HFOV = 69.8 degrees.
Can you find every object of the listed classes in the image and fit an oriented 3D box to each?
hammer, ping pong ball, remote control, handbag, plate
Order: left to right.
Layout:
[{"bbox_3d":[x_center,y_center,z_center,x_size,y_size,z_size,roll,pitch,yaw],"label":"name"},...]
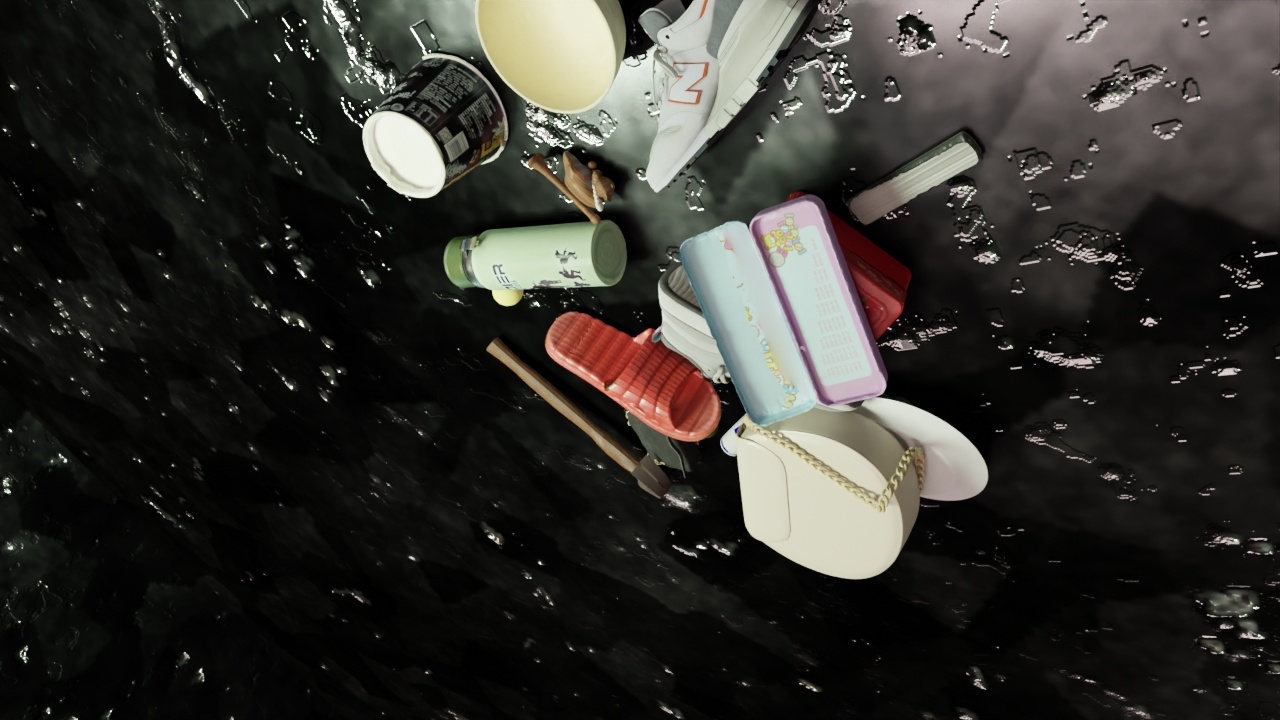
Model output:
[{"bbox_3d":[-0.172,-0.091,1.188,0.040,0.040,0.040,18,137,17],"label":"ping pong ball"},{"bbox_3d":[-0.086,0.081,1.289,0.323,0.033,0.115,41,169,-1],"label":"hammer"},{"bbox_3d":[0.027,0.104,1.243,0.079,0.054,0.128,-2,131,38],"label":"handbag"},{"bbox_3d":[0.212,0.156,1.072,0.209,0.103,0.211,12,128,31],"label":"handbag"},{"bbox_3d":[0.305,0.111,1.065,0.188,0.016,0.189,27,152,15],"label":"plate"},{"bbox_3d":[0.255,-0.169,0.862,0.033,0.013,0.137,47,139,-14],"label":"remote control"}]

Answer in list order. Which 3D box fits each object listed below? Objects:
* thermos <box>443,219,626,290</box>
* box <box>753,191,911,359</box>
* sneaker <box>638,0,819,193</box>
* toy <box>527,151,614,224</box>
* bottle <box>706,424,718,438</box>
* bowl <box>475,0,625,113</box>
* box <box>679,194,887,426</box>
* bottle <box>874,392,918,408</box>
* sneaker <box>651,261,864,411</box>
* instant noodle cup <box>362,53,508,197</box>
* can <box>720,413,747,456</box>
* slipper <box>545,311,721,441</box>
[{"bbox_3d":[-0.135,-0.125,1.102,0.232,0.082,0.082,1,130,32],"label":"thermos"},{"bbox_3d":[0.182,-0.079,0.947,0.157,0.110,0.134,38,128,0],"label":"box"},{"bbox_3d":[0.048,-0.274,0.847,0.124,0.088,0.241,42,130,-4],"label":"sneaker"},{"bbox_3d":[-0.070,-0.200,1.014,0.102,0.041,0.055,44,103,-1],"label":"toy"},{"bbox_3d":[0.059,0.060,1.200,0.106,0.025,0.025,43,138,-11],"label":"bottle"},{"bbox_3d":[-0.074,-0.321,0.872,0.151,0.075,0.151,20,143,16],"label":"bowl"},{"bbox_3d":[0.140,-0.044,0.900,0.151,0.034,0.214,-18,108,20],"label":"box"},{"bbox_3d":[0.303,0.063,1.044,0.113,0.030,0.030,37,139,-4],"label":"bottle"},{"bbox_3d":[0.127,-0.003,1.051,0.263,0.096,0.129,29,146,6],"label":"sneaker"},{"bbox_3d":[-0.233,-0.253,1.015,0.137,0.112,0.137,17,136,17],"label":"instant noodle cup"},{"bbox_3d":[0.136,0.089,1.173,0.032,0.032,0.095,35,139,-2],"label":"can"},{"bbox_3d":[-0.007,0.007,1.133,0.249,0.103,0.059,32,154,13],"label":"slipper"}]
